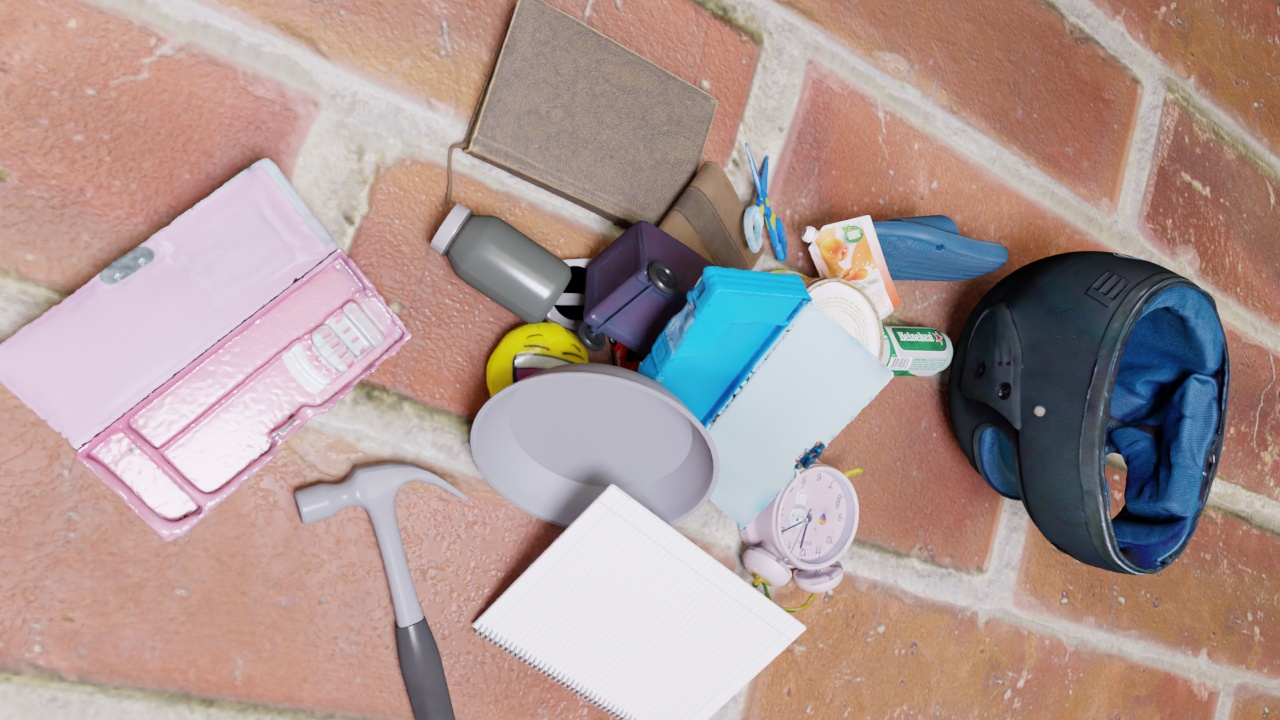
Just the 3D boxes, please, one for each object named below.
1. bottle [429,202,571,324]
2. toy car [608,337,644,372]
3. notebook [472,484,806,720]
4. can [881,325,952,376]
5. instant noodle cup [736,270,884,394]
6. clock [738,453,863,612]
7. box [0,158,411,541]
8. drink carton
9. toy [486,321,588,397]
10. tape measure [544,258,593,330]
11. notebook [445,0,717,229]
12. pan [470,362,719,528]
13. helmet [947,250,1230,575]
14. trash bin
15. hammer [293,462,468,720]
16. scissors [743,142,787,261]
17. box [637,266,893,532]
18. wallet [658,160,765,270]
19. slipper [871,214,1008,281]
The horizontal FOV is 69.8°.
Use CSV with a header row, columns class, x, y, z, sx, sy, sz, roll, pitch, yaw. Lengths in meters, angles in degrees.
class,x,y,z,sx,sy,sz,roll,pitch,yaw
bottle,-0.114,-0.080,0.750,0.108,0.060,0.060,34,75,-10
toy car,-0.005,0.005,0.835,0.038,0.025,0.089,-6,93,-28
notebook,0.003,0.234,0.804,0.245,0.013,0.178,40,101,-23
can,0.279,-0.010,0.974,0.101,0.053,0.053,1,90,-28
instant noodle cup,0.159,-0.016,0.883,0.146,0.098,0.146,0,91,-29
clock,0.155,0.168,0.905,0.116,0.059,0.158,17,83,-27
box,-0.306,-0.010,0.665,0.232,0.039,0.179,-43,113,-21
drink carton,0.209,-0.092,0.912,0.122,0.069,0.038,58,31,-39
toy,-0.086,0.013,0.783,0.095,0.041,0.094,13,90,-29
tape measure,-0.057,-0.058,0.811,0.065,0.017,0.064,-2,91,-29
notebook,-0.046,-0.188,0.806,0.215,0.034,0.190,22,81,-28
pan,-0.004,0.128,0.791,0.050,0.201,0.357,-80,149,-45
helmet,0.447,0.045,0.962,0.248,0.236,0.316,9,88,-28
trash bin,0.036,-0.038,0.797,0.160,0.094,0.092,30,40,-31
hammer,-0.178,0.231,0.743,0.124,0.030,0.311,-16,99,-27
scissors,0.115,-0.147,0.883,0.125,0.015,0.126,69,28,-21
box,0.074,0.030,0.765,0.170,0.244,0.071,24,44,-10
wallet,0.066,-0.109,0.853,0.098,0.027,0.121,-56,135,-20
slipper,0.294,-0.121,0.955,0.213,0.104,0.059,4,75,-26
